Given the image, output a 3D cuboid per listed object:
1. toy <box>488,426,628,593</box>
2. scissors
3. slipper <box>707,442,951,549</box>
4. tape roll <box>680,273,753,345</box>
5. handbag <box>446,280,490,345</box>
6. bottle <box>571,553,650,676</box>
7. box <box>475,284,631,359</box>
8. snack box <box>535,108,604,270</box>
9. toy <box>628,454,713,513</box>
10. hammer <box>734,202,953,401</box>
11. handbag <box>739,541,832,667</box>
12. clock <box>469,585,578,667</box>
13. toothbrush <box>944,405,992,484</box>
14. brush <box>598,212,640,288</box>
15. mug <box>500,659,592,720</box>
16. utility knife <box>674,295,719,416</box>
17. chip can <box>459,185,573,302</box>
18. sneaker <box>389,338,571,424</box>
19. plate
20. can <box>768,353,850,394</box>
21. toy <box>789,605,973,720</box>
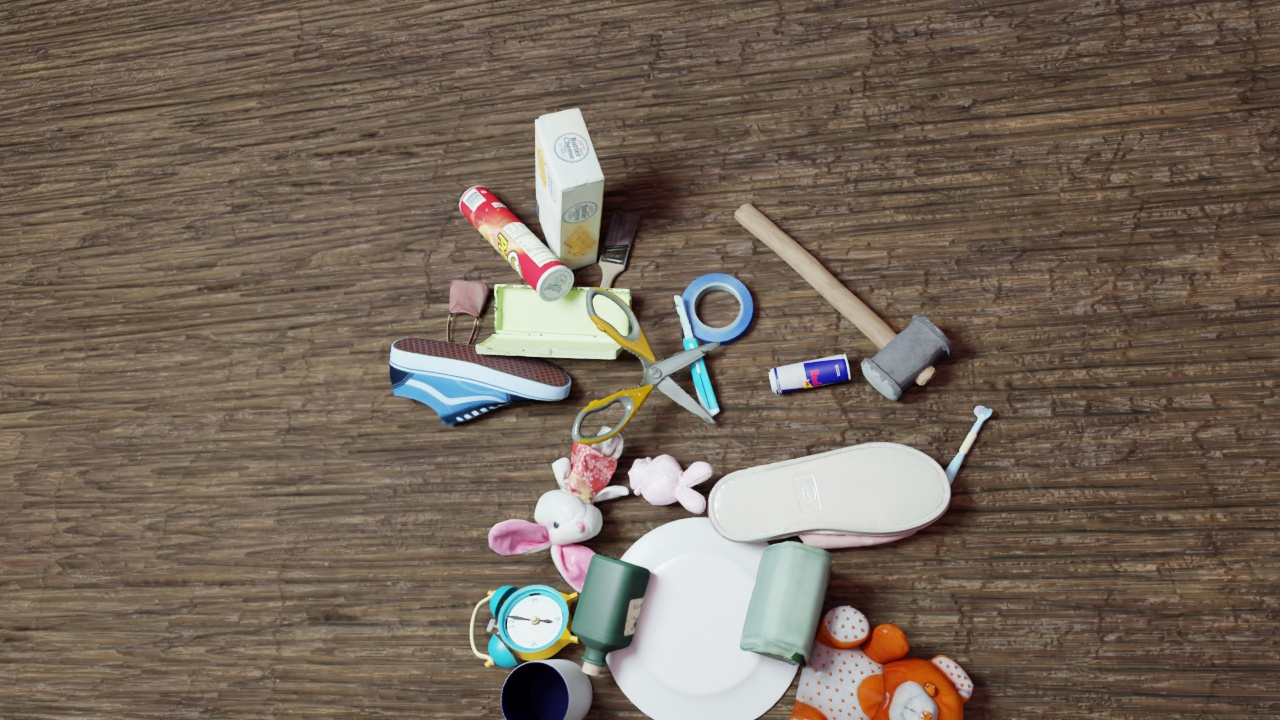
[{"bbox_3d":[-0.076,0.171,1.103,0.159,0.084,0.194,34,76,-19],"label":"toy"},{"bbox_3d":[-0.006,0.007,1.108,0.224,0.016,0.229,-30,86,-20],"label":"scissors"},{"bbox_3d":[0.214,0.159,1.056,0.274,0.054,0.114,-6,73,8],"label":"slipper"},{"bbox_3d":[0.097,-0.065,1.168,0.093,0.016,0.091,2,74,13],"label":"tape roll"},{"bbox_3d":[-0.240,-0.047,1.240,0.055,0.029,0.119,8,81,13],"label":"handbag"},{"bbox_3d":[-0.039,0.296,1.058,0.061,0.061,0.131,9,78,35],"label":"bottle"},{"bbox_3d":[-0.107,-0.043,1.185,0.188,0.066,0.127,1,53,12],"label":"box"},{"bbox_3d":[-0.091,-0.205,1.151,0.057,0.208,0.104,-16,70,-12],"label":"snack box"},{"bbox_3d":[0.037,0.146,1.096,0.110,0.047,0.063,7,64,39],"label":"toy"},{"bbox_3d":[0.235,-0.089,1.132,0.098,0.052,0.328,-41,66,-1],"label":"hammer"},{"bbox_3d":[0.162,0.267,0.998,0.067,0.106,0.121,19,70,-1],"label":"handbag"},{"bbox_3d":[-0.138,0.312,1.088,0.130,0.044,0.099,-7,49,3],"label":"clock"},{"bbox_3d":[0.361,0.119,1.054,0.022,0.016,0.155,22,77,51],"label":"toothbrush"},{"bbox_3d":[-0.037,-0.129,1.221,0.039,0.012,0.151,11,78,16],"label":"brush"},{"bbox_3d":[-0.108,0.397,1.037,0.079,0.097,0.111,9,76,15],"label":"mug"},{"bbox_3d":[0.065,-0.005,1.146,0.022,0.015,0.161,-19,79,4],"label":"utility knife"},{"bbox_3d":[-0.168,-0.158,1.213,0.052,0.052,0.214,-43,56,-2],"label":"chip can"},{"bbox_3d":[-0.209,0.039,1.192,0.241,0.083,0.098,10,112,9],"label":"sneaker"},{"bbox_3d":[0.069,0.304,1.066,0.243,0.016,0.242,-4,73,12],"label":"plate"},{"bbox_3d":[0.205,0.017,1.111,0.095,0.032,0.032,-12,72,9],"label":"can"},{"bbox_3d":[0.254,0.358,0.968,0.172,0.093,0.163,16,77,15],"label":"toy"}]
